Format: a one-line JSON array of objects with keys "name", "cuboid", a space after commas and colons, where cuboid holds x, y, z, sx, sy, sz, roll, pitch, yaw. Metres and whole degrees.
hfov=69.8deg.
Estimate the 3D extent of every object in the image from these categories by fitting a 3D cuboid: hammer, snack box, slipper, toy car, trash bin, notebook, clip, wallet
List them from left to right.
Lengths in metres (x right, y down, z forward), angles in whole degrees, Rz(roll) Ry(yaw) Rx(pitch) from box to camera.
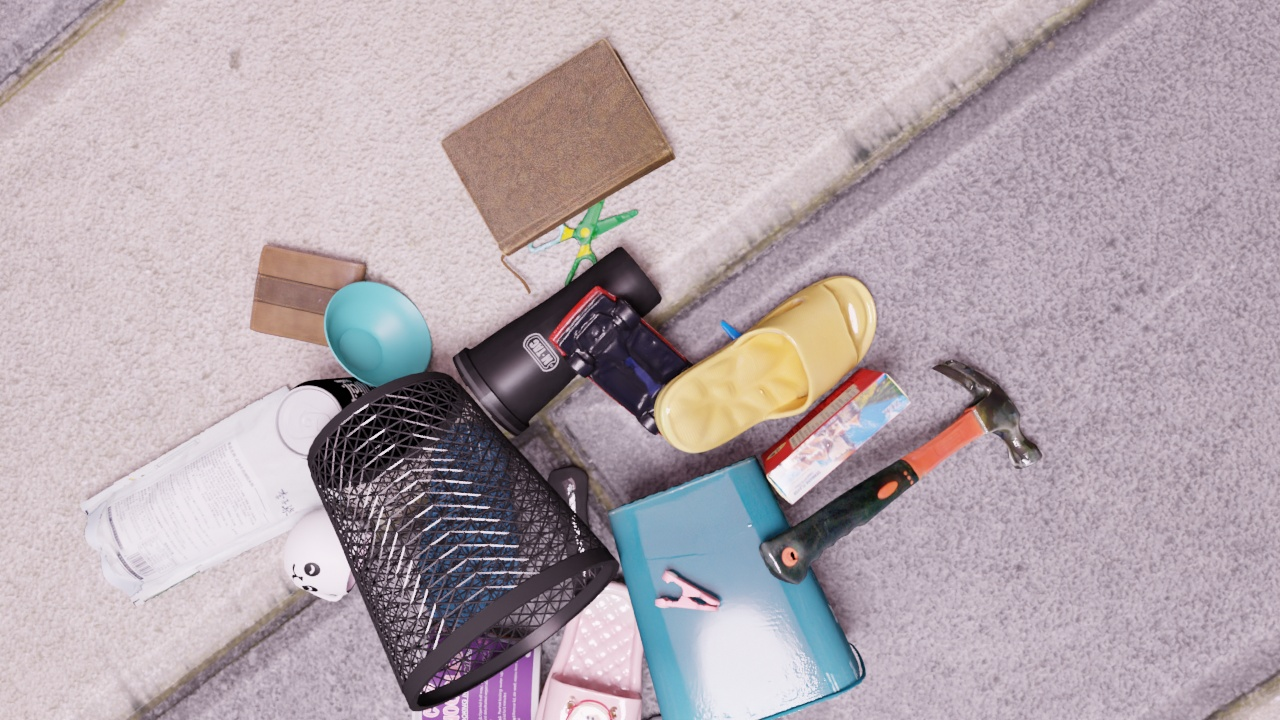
[{"name": "wallet", "cuboid": [-0.365, -0.069, 1.009, 0.121, 0.027, 0.099, 11, 95, 5]}, {"name": "trash bin", "cuboid": [-0.178, 0.154, 0.855, 0.217, 0.217, 0.243, -40, 71, 5]}, {"name": "slipper", "cuboid": [-0.179, 0.173, 0.979, 0.104, 0.059, 0.213, -1, 77, 2]}, {"name": "notebook", "cuboid": [-0.080, -0.204, 0.966, 0.215, 0.034, 0.190, -29, 83, 6]}, {"name": "hammer", "cuboid": [-0.054, 0.268, 0.982, 0.125, 0.029, 0.311, -12, 89, 5]}, {"name": "slipper", "cuboid": [-0.047, 0.331, 0.915, 0.107, 0.056, 0.221, 9, 69, 4]}, {"name": "toy car", "cuboid": [-0.006, 0.006, 0.919, 0.081, 0.056, 0.189, -48, 125, 1]}, {"name": "clip", "cuboid": [0.040, 0.202, 0.806, 0.059, 0.023, 0.050, -15, 78, 13]}, {"name": "trash bin", "cuboid": [0.081, 0.221, 0.894, 0.199, 0.196, 0.218, -21, 83, 5]}, {"name": "slipper", "cuboid": [0.137, 0.008, 0.904, 0.263, 0.078, 0.099, -30, 105, -12]}, {"name": "snack box", "cuboid": [0.184, 0.069, 0.896, 0.145, 0.142, 0.040, -42, 88, 5]}, {"name": "hammer", "cuboid": [0.242, 0.110, 0.863, 0.332, 0.033, 0.133, -28, 87, -27]}]

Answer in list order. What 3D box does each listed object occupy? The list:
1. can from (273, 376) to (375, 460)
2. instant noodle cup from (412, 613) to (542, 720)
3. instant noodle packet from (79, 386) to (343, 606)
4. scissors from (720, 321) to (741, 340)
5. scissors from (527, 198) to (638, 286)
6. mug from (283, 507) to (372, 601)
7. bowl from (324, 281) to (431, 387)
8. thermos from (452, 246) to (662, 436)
[{"name": "can", "cuboid": [-0.309, 0.058, 0.945, 0.080, 0.146, 0.080, 0, 91, 6]}, {"name": "instant noodle cup", "cuboid": [-0.166, 0.329, 0.964, 0.122, 0.122, 0.136, 2, 47, -4]}, {"name": "instant noodle packet", "cuboid": [-0.476, 0.154, 1.020, 0.269, 0.057, 0.147, -28, 91, 1]}, {"name": "scissors", "cuboid": [0.130, 0.005, 0.965, 0.130, 0.013, 0.125, 35, 94, 0]}, {"name": "scissors", "cuboid": [-0.066, -0.140, 0.984, 0.117, 0.012, 0.130, 22, 93, 5]}, {"name": "mug", "cuboid": [-0.340, 0.215, 0.988, 0.076, 0.090, 0.124, 18, 125, -3]}, {"name": "bowl", "cuboid": [-0.288, -0.019, 0.977, 0.046, 0.120, 0.121, -29, 88, 41]}, {"name": "thermos", "cuboid": [-0.084, -0.023, 0.947, 0.218, 0.106, 0.106, -38, 87, 0]}]
